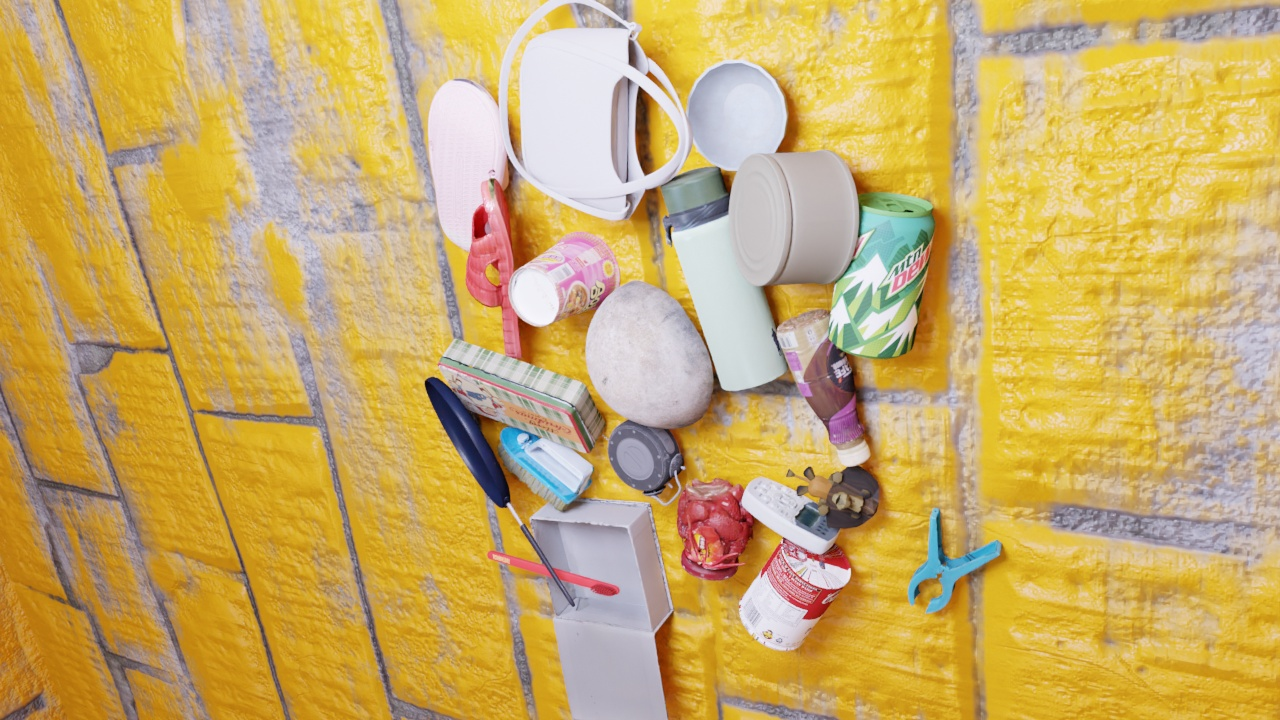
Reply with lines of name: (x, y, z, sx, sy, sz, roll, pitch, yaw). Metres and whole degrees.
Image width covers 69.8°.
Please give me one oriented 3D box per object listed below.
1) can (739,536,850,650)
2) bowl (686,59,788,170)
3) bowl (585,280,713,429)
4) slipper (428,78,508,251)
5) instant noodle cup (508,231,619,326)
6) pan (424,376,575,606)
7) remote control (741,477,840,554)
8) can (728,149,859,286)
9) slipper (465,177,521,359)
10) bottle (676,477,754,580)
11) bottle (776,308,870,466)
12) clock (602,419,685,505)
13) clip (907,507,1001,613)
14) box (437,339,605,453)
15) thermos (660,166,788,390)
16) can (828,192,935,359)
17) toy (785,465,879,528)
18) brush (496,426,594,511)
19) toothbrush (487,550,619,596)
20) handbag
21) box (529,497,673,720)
can: (0.176, 0.264, 1.057, 0.086, 0.086, 0.117, 34, 124, 14)
bowl: (0.101, -0.245, 0.911, 0.106, 0.039, 0.106, 13, 116, 27)
bowl: (-0.006, 0.006, 1.027, 0.178, 0.081, 0.179, 32, 135, 37)
slipper: (-0.199, -0.225, 1.094, 0.107, 0.055, 0.222, 26, 132, 19)
instant noodle cup: (-0.093, -0.089, 1.054, 0.098, 0.108, 0.098, 12, 116, 27)
pan: (-0.182, 0.168, 1.195, 0.356, 0.021, 0.199, 53, 160, 17)
remote control: (0.170, 0.173, 1.038, 0.114, 0.060, 0.028, 31, 126, 21)
can: (0.142, -0.134, 0.872, 0.128, 0.073, 0.128, 174, 90, -72)
slipper: (-0.177, -0.103, 1.083, 0.059, 0.103, 0.249, -6, 133, -6)
bottle: (0.086, 0.198, 1.077, 0.099, 0.098, 0.111, 15, 112, 25)
bottle: (0.197, 0.031, 0.959, 0.060, 0.059, 0.166, -17, 101, 35)
clock: (0.010, 0.116, 1.119, 0.123, 0.043, 0.091, 47, 129, 12)
clip: (0.317, 0.219, 0.990, 0.102, 0.026, 0.120, 28, 122, 21)
box: (-0.150, 0.045, 1.151, 0.206, 0.050, 0.118, 18, 156, 22)
thermos: (0.083, -0.087, 0.967, 0.082, 0.082, 0.231, -11, 105, 34)
can: (0.229, -0.081, 0.876, 0.083, 0.082, 0.144, 15, 118, 25)
toy: (0.207, 0.141, 0.996, 0.100, 0.062, 0.076, 21, 103, 2)
brush: (-0.128, 0.129, 1.202, 0.136, 0.055, 0.076, 37, 129, 13)
toothbrush: (-0.120, 0.277, 1.194, 0.213, 0.017, 0.012, 7, 100, 31)
handbag: (-0.038, -0.252, 0.934, 0.223, 0.095, 0.216, 23, 123, 39)
box: (-0.045, 0.368, 1.230, 0.166, 0.098, 0.368, -2, 103, 32)
